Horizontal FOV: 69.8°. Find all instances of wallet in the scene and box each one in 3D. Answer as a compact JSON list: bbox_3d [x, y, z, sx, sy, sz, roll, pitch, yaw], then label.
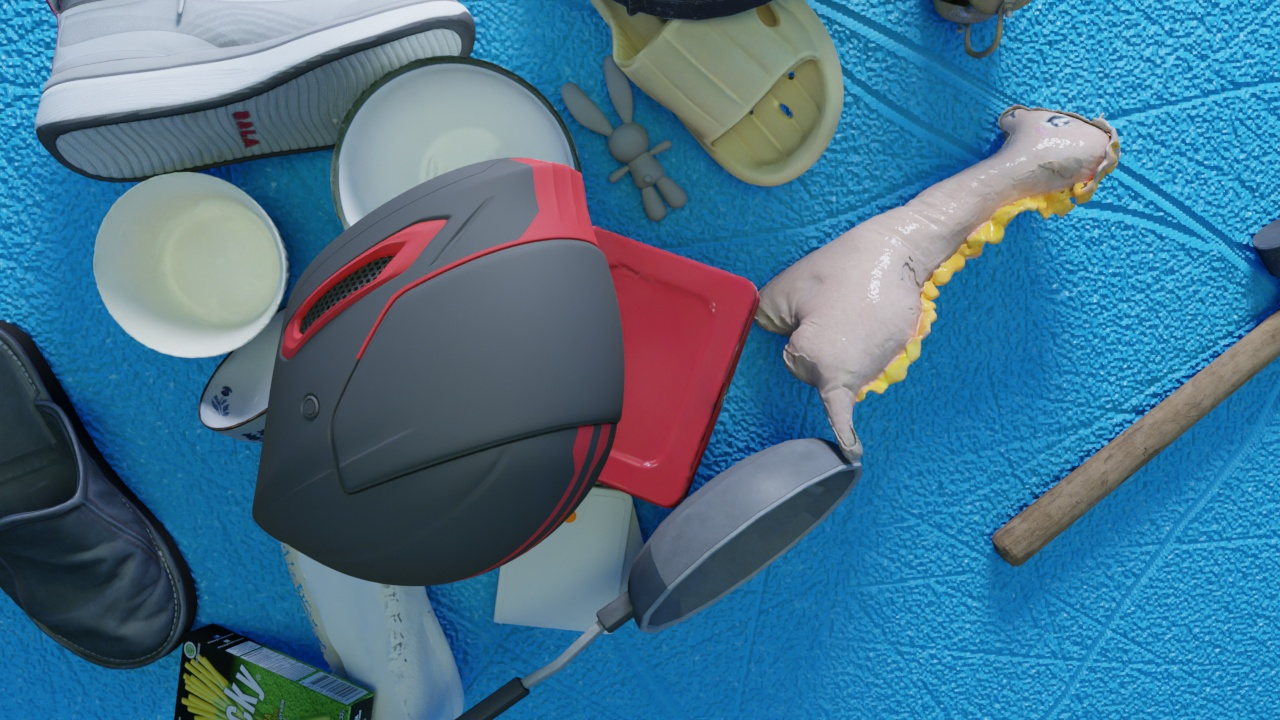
[{"bbox_3d":[-0.040,0.137,0.656,0.115,0.037,0.118,7,100,-5],"label":"wallet"}]

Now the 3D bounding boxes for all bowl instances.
[{"bbox_3d":[-0.281,-0.062,0.597,0.115,0.062,0.115,-1,97,-4],"label":"bowl"},{"bbox_3d":[-0.226,0.013,0.599,0.114,0.114,0.045,-35,127,1],"label":"bowl"},{"bbox_3d":[-0.113,-0.115,0.593,0.153,0.072,0.153,-1,106,-2],"label":"bowl"}]

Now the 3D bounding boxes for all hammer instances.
[{"bbox_3d":[0.393,0.044,0.679,0.322,0.040,0.129,-40,103,2],"label":"hammer"}]

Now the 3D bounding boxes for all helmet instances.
[{"bbox_3d":[-0.105,0.030,0.500,0.265,0.164,0.170,-34,74,25],"label":"helmet"}]

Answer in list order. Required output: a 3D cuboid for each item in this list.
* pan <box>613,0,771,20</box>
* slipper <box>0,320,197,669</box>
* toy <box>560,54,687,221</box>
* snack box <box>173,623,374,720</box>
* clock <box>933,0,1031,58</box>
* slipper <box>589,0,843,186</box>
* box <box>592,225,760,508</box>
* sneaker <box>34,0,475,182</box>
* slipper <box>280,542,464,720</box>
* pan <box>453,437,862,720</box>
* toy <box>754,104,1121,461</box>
[{"bbox_3d":[-0.034,-0.332,0.542,0.357,0.040,0.207,24,90,10],"label":"pan"},{"bbox_3d":[-0.401,0.100,0.600,0.109,0.083,0.265,-26,100,-3],"label":"slipper"},{"bbox_3d":[-0.008,-0.148,0.624,0.049,0.030,0.112,-29,104,15],"label":"toy"},{"bbox_3d":[-0.253,0.243,0.625,0.148,0.025,0.080,13,97,23],"label":"snack box"},{"bbox_3d":[0.215,-0.275,0.583,0.081,0.117,0.159,-3,104,-1],"label":"clock"},{"bbox_3d":[0.026,-0.222,0.576,0.112,0.079,0.261,-39,95,28],"label":"slipper"},{"bbox_3d":[-0.004,0.004,0.606,0.134,0.112,0.157,19,95,-2],"label":"box"},{"bbox_3d":[-0.239,-0.203,0.576,0.263,0.097,0.128,-16,75,-12],"label":"sneaker"},{"bbox_3d":[-0.181,0.152,0.629,0.112,0.074,0.247,-16,95,21],"label":"slipper"},{"bbox_3d":[-0.011,0.158,0.590,0.357,0.179,0.041,-33,67,-9],"label":"pan"},{"bbox_3d":[0.206,-0.063,0.602,0.264,0.196,0.065,-27,141,7],"label":"toy"}]
